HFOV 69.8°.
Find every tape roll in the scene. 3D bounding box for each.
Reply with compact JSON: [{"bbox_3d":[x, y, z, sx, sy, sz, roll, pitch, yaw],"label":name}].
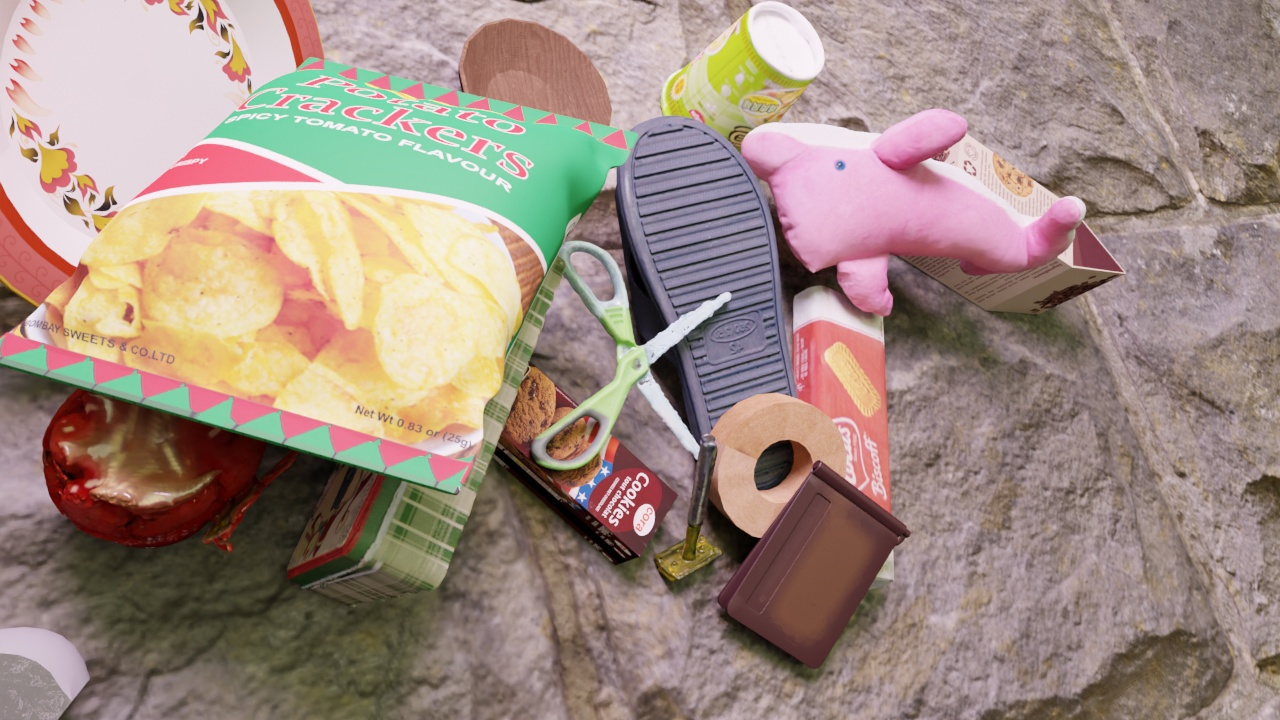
[{"bbox_3d":[0.089,0.070,0.610,0.094,0.027,0.094,-3,101,-18],"label":"tape roll"}]

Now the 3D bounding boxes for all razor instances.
[{"bbox_3d":[0.036,0.090,0.575,0.042,0.106,0.026,-20,42,-34],"label":"razor"}]

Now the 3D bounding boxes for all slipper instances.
[{"bbox_3d":[0.045,-0.037,0.643,0.101,0.082,0.263,-19,100,-16],"label":"slipper"}]

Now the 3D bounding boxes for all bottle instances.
[{"bbox_3d":[-0.217,0.047,0.427,0.099,0.111,0.098,12,63,-26],"label":"bottle"}]

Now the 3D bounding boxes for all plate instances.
[{"bbox_3d":[-0.240,-0.127,0.452,0.021,0.230,0.229,13,54,20],"label":"plate"}]

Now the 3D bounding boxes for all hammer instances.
[{"bbox_3d":[-0.180,0.258,0.392,0.322,0.043,0.155,38,65,-14],"label":"hammer"}]

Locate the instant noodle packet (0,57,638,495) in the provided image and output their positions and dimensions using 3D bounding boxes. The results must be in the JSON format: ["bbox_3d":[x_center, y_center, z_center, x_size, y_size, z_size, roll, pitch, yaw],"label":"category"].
[{"bbox_3d":[-0.127,-0.062,0.426,0.195,0.090,0.252,15,46,6],"label":"instant noodle packet"}]

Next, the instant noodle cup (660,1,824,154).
[{"bbox_3d":[0.084,-0.221,0.727,0.098,0.108,0.098,12,63,-26],"label":"instant noodle cup"}]

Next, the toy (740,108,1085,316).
[{"bbox_3d":[0.196,-0.100,0.706,0.265,0.187,0.127,15,77,-9],"label":"toy"}]

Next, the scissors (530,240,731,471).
[{"bbox_3d":[-0.004,0.003,0.567,0.171,0.021,0.172,-40,98,-25],"label":"scissors"}]

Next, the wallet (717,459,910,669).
[{"bbox_3d":[0.117,0.137,0.607,0.091,0.018,0.115,37,88,-20],"label":"wallet"}]

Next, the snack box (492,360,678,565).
[{"bbox_3d":[-0.047,0.061,0.573,0.141,0.032,0.050,43,54,-8],"label":"snack box"}]

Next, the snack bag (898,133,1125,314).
[{"bbox_3d":[0.327,-0.106,0.831,0.206,0.095,0.069,27,58,-19],"label":"snack bag"}]

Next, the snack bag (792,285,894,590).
[{"bbox_3d":[0.150,0.055,0.691,0.077,0.041,0.224,18,60,-26],"label":"snack bag"}]

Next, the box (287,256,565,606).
[{"bbox_3d":[-0.115,0.027,0.495,0.050,0.118,0.205,35,57,-25],"label":"box"}]

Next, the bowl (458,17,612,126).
[{"bbox_3d":[-0.079,-0.188,0.662,0.117,0.030,0.117,12,64,-26],"label":"bowl"}]
